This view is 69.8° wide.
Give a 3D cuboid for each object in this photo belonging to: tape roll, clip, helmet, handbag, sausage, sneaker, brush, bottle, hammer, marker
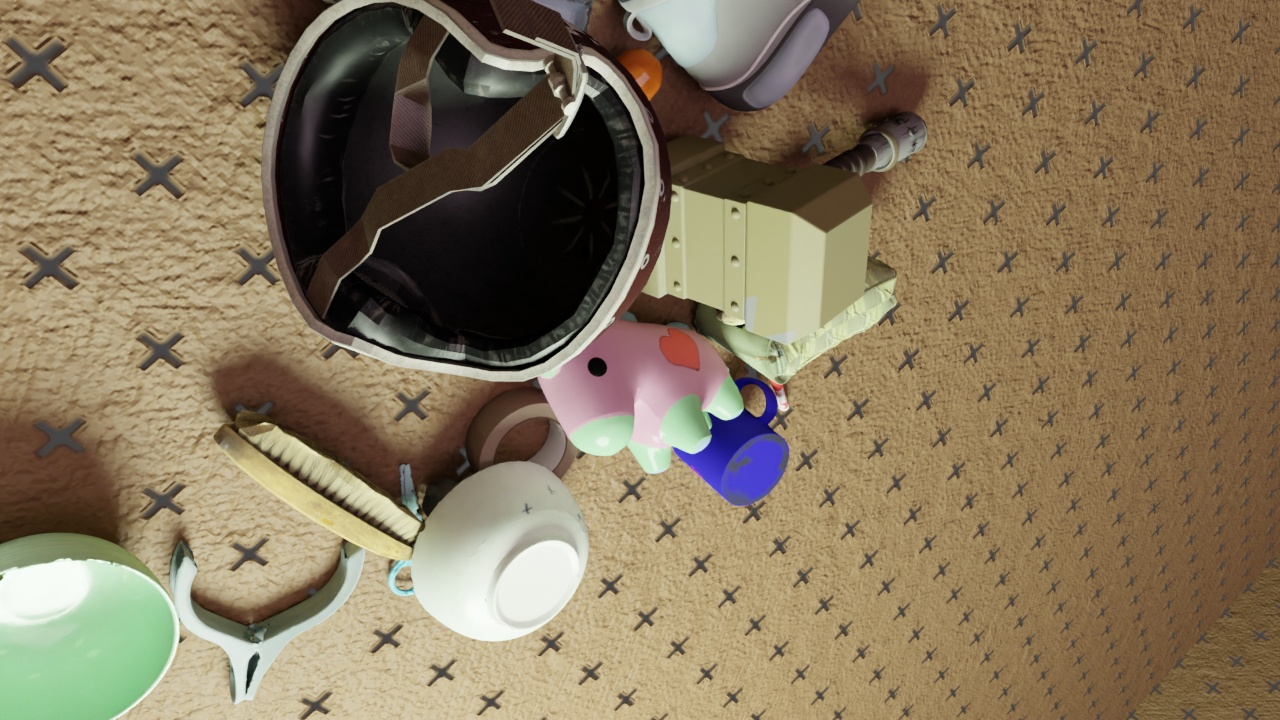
[{"bbox_3d":[-0.100,0.071,0.781,0.093,0.030,0.094,-17,125,-27],"label":"tape roll"},{"bbox_3d":[-0.310,0.182,0.702,0.169,0.031,0.164,-51,131,-2],"label":"clip"},{"bbox_3d":[-0.097,-0.106,0.532,0.253,0.234,0.234,0,128,-53],"label":"helmet"},{"bbox_3d":[0.140,-0.065,0.821,0.186,0.113,0.117,-28,127,-23],"label":"handbag"},{"bbox_3d":[-0.042,-0.157,0.676,0.164,0.044,0.039,-54,143,7],"label":"sausage"},{"bbox_3d":[0.100,-0.315,0.645,0.160,0.093,0.257,27,109,-32],"label":"sneaker"},{"bbox_3d":[-0.232,0.096,0.684,0.043,0.059,0.195,-53,133,-12],"label":"brush"},{"bbox_3d":[-0.140,0.142,0.788,0.040,0.040,0.130,-45,133,-5],"label":"bottle"},{"bbox_3d":[0.149,-0.147,0.762,0.323,0.190,0.101,-33,133,-38],"label":"hammer"},{"bbox_3d":[0.135,0.029,0.897,0.013,0.013,0.142,-47,159,-4],"label":"marker"}]

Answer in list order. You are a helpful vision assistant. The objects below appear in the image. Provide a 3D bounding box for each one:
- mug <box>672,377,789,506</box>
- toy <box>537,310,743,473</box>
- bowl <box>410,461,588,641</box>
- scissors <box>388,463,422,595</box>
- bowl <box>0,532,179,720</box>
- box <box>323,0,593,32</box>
[{"bbox_3d":[0.093,0.070,0.882,0.079,0.083,0.111,17,105,-41],"label":"mug"},{"bbox_3d":[-0.004,0.005,0.761,0.120,0.171,0.221,-34,180,36],"label":"toy"},{"bbox_3d":[-0.102,0.166,0.752,0.153,0.073,0.154,-17,119,-34],"label":"bowl"},{"bbox_3d":[-0.192,0.143,0.775,0.055,0.015,0.136,-16,118,-29],"label":"scissors"},{"bbox_3d":[-0.391,0.171,0.602,0.150,0.077,0.151,-17,125,-27],"label":"bowl"},{"bbox_3d":[-0.105,-0.241,0.557,0.210,0.129,0.106,3,123,-30],"label":"box"}]
